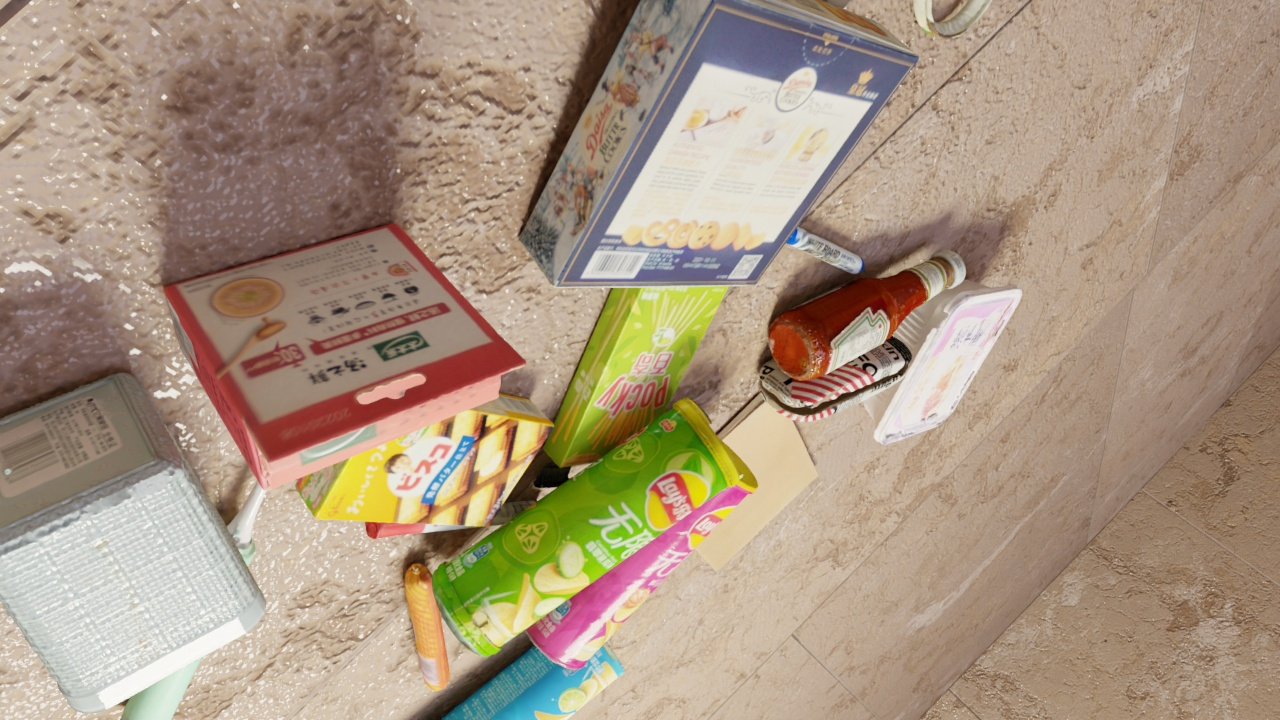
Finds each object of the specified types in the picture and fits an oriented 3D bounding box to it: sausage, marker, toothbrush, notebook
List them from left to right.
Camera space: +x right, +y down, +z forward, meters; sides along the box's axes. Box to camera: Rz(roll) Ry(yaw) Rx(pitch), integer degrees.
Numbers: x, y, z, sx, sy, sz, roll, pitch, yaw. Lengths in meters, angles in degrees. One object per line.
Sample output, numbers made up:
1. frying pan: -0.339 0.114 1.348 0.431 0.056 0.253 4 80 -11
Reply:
1. toothbrush: -0.238 0.124 0.509 0.026 0.027 0.225 25 108 -21
2. sausage: -0.156 0.199 0.675 0.021 0.021 0.165 -25 140 -29
3. marker: -0.120 0.107 0.626 0.145 0.017 0.017 5 120 -49
4. toothbrush: -0.009 0.078 0.720 0.188 0.014 0.017 -6 104 -45
5. notebook: 0.097 0.120 0.876 0.149 0.012 0.211 -43 145 -5
6. marker: 0.136 -0.087 0.704 0.145 0.017 0.017 12 116 -51

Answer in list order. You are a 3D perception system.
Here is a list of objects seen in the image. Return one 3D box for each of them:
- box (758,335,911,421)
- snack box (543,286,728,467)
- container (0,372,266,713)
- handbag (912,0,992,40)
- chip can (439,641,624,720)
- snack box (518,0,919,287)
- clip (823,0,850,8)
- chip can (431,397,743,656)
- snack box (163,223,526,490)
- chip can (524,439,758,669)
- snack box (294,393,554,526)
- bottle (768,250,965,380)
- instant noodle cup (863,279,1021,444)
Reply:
1. box: 0.171 0.005 0.793 0.164 0.071 0.060 -20 155 -37
2. snack box: -0.004 0.004 0.638 0.085 0.026 0.157 -1 126 -45
3. container: -0.237 0.077 0.410 0.089 0.090 0.112 -27 138 -28
4. handbag: 0.231 -0.292 0.577 0.163 0.063 0.179 6 135 -49
5. chip can: -0.116 0.306 0.781 0.210 0.071 0.071 -35 144 -17
6. snack box: 0.046 -0.121 0.523 0.177 0.045 0.183 -4 138 -44
7. clip: 0.131 -0.255 0.527 0.103 0.094 0.035 -23 165 40
8. chip can: -0.038 0.115 0.632 0.221 0.072 0.073 -34 144 -7
9. snack box: -0.130 -0.001 0.409 0.113 0.127 0.044 -22 139 -31
10. chip can: -0.003 0.150 0.731 0.211 0.071 0.071 -48 146 10
11. snack box: -0.126 0.056 0.556 0.140 0.034 0.087 18 110 -51
12. bottle: 0.198 -0.046 0.775 0.205 0.060 0.060 -26 140 -29
13. instant noodle cup: 0.285 -0.008 0.906 0.137 0.060 0.174 -10 130 -41
